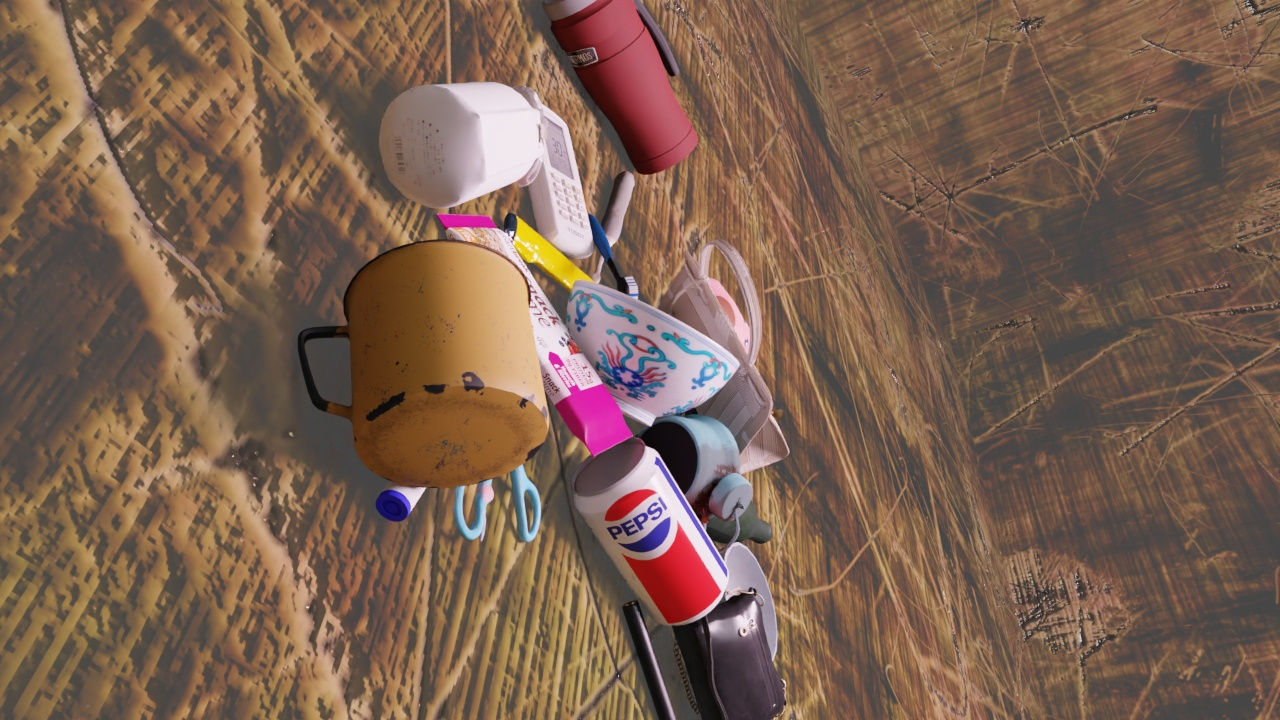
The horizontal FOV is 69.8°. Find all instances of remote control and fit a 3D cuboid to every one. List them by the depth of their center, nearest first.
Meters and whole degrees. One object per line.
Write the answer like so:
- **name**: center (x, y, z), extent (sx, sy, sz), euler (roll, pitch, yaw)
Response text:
- **remote control**: center (-0.073, -0.153, 0.778), extent (0.060, 0.025, 0.138), euler (19, 55, -61)

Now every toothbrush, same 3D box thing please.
- **toothbrush**: center (-0.027, -0.090, 0.767), extent (0.167, 0.014, 0.014), euler (-115, -156, -58)
- **toothbrush**: center (-0.027, -0.125, 0.861), extent (0.022, 0.024, 0.185), euler (20, 40, -8)

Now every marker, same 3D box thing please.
- **marker**: center (-0.116, 0.043, 0.540), extent (0.020, 0.020, 0.141), euler (60, 25, -22)

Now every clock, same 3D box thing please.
- **clock**: center (0.039, 0.098, 0.740), extent (0.053, 0.090, 0.124), euler (15, 43, -48)

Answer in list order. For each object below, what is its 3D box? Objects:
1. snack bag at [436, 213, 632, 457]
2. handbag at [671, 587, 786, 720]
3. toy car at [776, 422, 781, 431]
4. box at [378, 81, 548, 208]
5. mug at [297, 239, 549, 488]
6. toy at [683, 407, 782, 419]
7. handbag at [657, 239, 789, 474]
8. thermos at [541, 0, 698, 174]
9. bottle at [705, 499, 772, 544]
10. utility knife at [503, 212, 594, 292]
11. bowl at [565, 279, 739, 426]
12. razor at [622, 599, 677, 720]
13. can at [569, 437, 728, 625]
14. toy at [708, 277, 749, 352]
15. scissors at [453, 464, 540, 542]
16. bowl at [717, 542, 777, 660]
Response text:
- **snack bag**: center (-0.071, -0.023, 0.643), extent (0.196, 0.016, 0.070), euler (56, 21, 7)
- **handbag**: center (0.075, 0.237, 0.709), extent (0.079, 0.054, 0.128), euler (-21, 98, -31)
- **toy car**: center (0.114, 0.073, 0.977), extent (0.112, 0.046, 0.034), euler (12, 66, -61)
- **box**: center (-0.108, -0.151, 0.629), extent (0.143, 0.089, 0.080), euler (-52, 137, -65)
- **mug**: center (-0.113, 0.006, 0.477), extent (0.101, 0.123, 0.094), euler (110, -28, -50)
- **toy**: center (0.091, 0.045, 0.901), extent (0.062, 0.100, 0.076), euler (-144, -116, -68)
- **handbag**: center (0.073, -0.023, 0.782), extent (0.198, 0.062, 0.175), euler (92, -24, -58)
- **thermos**: center (-0.010, -0.302, 0.944), extent (0.107, 0.084, 0.198), euler (-49, 125, -24)
- **bottle**: center (0.083, 0.144, 0.844), extent (0.174, 0.055, 0.055), euler (35, 41, -54)
- **utility knife**: center (-0.045, -0.057, 0.773), extent (0.223, 0.019, 0.030), euler (36, 52, -47)
- **bowl**: center (-0.004, 0.004, 0.713), extent (0.144, 0.144, 0.074), euler (34, 82, -53)
- **razor**: center (0.017, 0.244, 0.667), extent (0.144, 0.022, 0.043), euler (66, -19, 3)
- **can**: center (0.008, 0.127, 0.674), extent (0.132, 0.070, 0.070), euler (59, 26, -22)
- **toy**: center (0.085, -0.037, 0.995), extent (0.110, 0.051, 0.090), euler (40, 38, -50)
- **scissors**: center (-0.081, 0.059, 0.585), extent (0.111, 0.015, 0.140), euler (55, 39, -47)
- **bowl**: center (0.079, 0.215, 0.796), extent (0.106, 0.039, 0.106), euler (46, 33, -42)
